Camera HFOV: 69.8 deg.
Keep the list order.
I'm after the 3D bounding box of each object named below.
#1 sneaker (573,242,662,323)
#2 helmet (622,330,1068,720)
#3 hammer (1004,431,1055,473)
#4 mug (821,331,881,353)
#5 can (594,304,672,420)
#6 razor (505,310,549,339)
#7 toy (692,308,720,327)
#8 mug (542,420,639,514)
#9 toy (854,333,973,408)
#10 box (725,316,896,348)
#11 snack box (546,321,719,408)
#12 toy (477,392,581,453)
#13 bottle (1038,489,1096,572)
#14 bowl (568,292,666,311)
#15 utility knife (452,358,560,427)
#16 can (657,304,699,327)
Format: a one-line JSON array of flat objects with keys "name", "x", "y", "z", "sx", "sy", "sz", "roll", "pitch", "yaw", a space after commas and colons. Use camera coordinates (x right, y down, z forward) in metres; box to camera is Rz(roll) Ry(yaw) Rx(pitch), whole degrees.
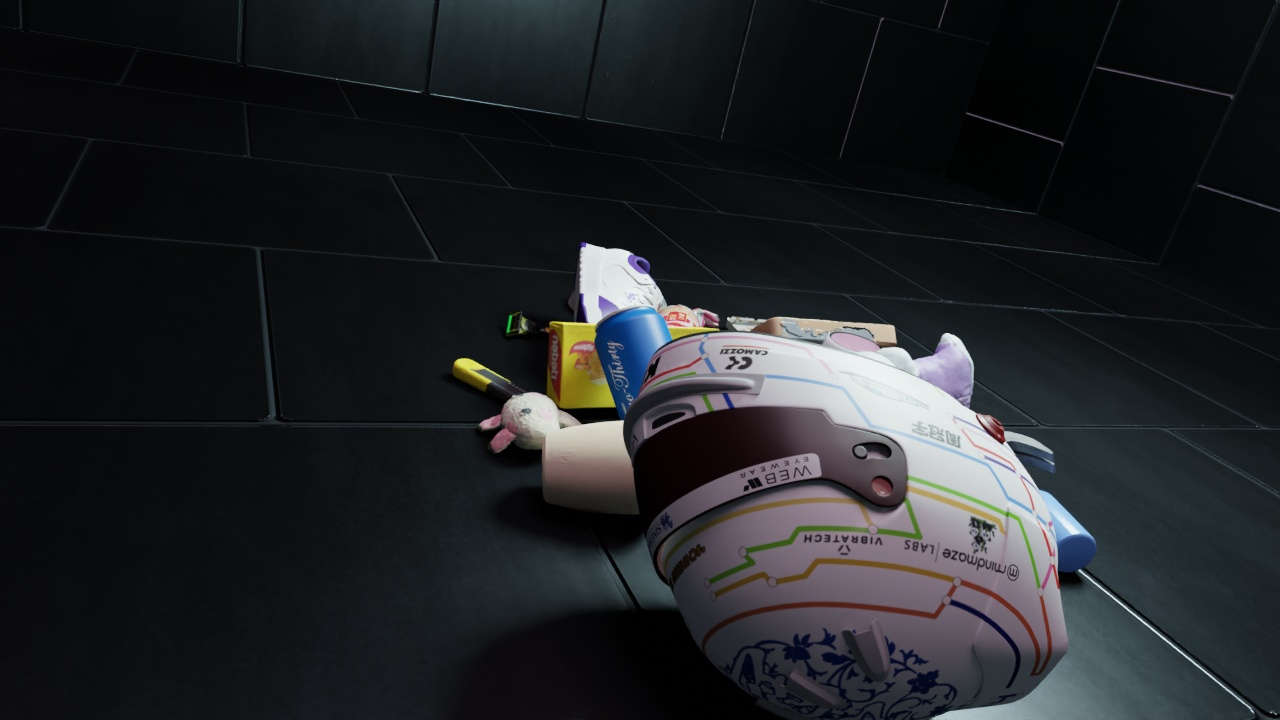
[{"name": "sneaker", "x": -0.026, "y": -0.059, "z": 1.150, "sx": 0.111, "sy": 0.092, "sz": 0.243, "roll": 6, "pitch": 39, "yaw": -8}, {"name": "helmet", "x": 0.130, "y": 0.129, "z": 0.642, "sx": 0.314, "sy": 0.232, "sz": 0.235, "roll": 16, "pitch": 54, "yaw": -4}, {"name": "hammer", "x": 0.344, "y": 0.155, "z": 0.921, "sx": 0.140, "sy": 0.035, "sz": 0.311, "roll": -8, "pitch": 20, "yaw": 25}, {"name": "mug", "x": 0.272, "y": 0.005, "z": 1.223, "sx": 0.090, "sy": 0.076, "sz": 0.123, "roll": 11, "pitch": 22, "yaw": -5}, {"name": "can", "x": 0.007, "y": 0.022, "z": 0.946, "sx": 0.078, "sy": 0.079, "sz": 0.146, "roll": -6, "pitch": 68, "yaw": -38}, {"name": "razor", "x": -0.099, "y": -0.034, "z": 1.181, "sx": 0.144, "sy": 0.021, "sz": 0.044, "roll": 10, "pitch": 42, "yaw": -7}, {"name": "toy", "x": 0.054, "y": -0.042, "z": 1.266, "sx": 0.102, "sy": 0.050, "sz": 0.066, "roll": -6, "pitch": -6, "yaw": -30}, {"name": "mug", "x": -0.036, "y": 0.097, "z": 0.840, "sx": 0.104, "sy": 0.085, "sz": 0.111, "roll": 0, "pitch": -5, "yaw": -3}, {"name": "toy", "x": 0.295, "y": 0.049, "z": 1.051, "sx": 0.209, "sy": 0.138, "sz": 0.085, "roll": -11, "pitch": 28, "yaw": -27}, {"name": "box", "x": 0.249, "y": -0.037, "z": 1.349, "sx": 0.216, "sy": 0.071, "sz": 0.157, "roll": 3, "pitch": 13, "yaw": -24}, {"name": "snack box", "x": -0.006, "y": 0.006, "z": 1.036, "sx": 0.200, "sy": 0.092, "sz": 0.042, "roll": 1, "pitch": 5, "yaw": -28}, {"name": "toy", "x": -0.106, "y": 0.062, "z": 0.917, "sx": 0.112, "sy": 0.050, "sz": 0.087, "roll": -10, "pitch": 24, "yaw": -11}, {"name": "bottle", "x": 0.419, "y": 0.164, "z": 0.961, "sx": 0.048, "sy": 0.048, "sz": 0.131, "roll": 9, "pitch": 23, "yaw": -11}, {"name": "bowl", "x": -0.027, "y": -0.097, "z": 1.319, "sx": 0.150, "sy": 0.057, "sz": 0.150, "roll": 9, "pitch": 19, "yaw": -3}, {"name": "utility knife", "x": -0.109, "y": 0.051, "z": 0.981, "sx": 0.234, "sy": 0.020, "sz": 0.028, "roll": 26, "pitch": 28, "yaw": 24}, {"name": "can", "x": 0.040, "y": -0.022, "z": 1.171, "sx": 0.067, "sy": 0.067, "sz": 0.124, "roll": 14, "pitch": 22, "yaw": 2}]
